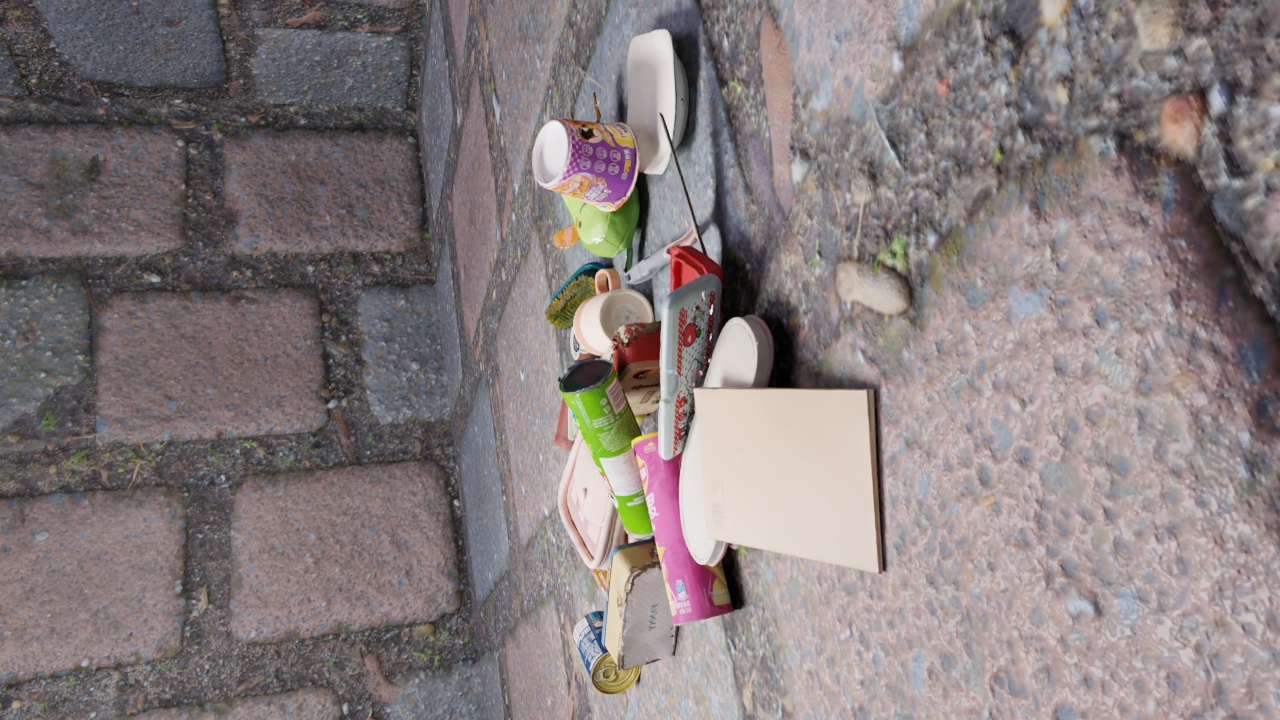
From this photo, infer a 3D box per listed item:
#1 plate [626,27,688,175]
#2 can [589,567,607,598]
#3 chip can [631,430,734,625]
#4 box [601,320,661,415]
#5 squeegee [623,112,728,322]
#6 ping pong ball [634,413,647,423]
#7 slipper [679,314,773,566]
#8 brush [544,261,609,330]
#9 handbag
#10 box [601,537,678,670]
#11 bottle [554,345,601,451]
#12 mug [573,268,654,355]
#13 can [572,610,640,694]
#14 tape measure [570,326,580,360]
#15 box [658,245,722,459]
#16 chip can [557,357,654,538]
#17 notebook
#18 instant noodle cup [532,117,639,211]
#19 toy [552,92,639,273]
[{"bbox_3d":[0.022,-0.306,1.095,0.163,0.034,0.164,-143,51,-65],"label":"plate"},{"bbox_3d":[-0.037,0.310,1.335,0.147,0.057,0.058,-133,43,-61],"label":"can"},{"bbox_3d":[0.047,0.184,1.029,0.072,0.071,0.210,134,125,-65],"label":"chip can"},{"bbox_3d":[-0.006,0.007,1.144,0.169,0.091,0.076,124,136,-60],"label":"box"},{"bbox_3d":[0.033,-0.130,1.083,0.250,0.040,0.247,-27,80,68],"label":"squeegee"},{"bbox_3d":[-0.010,0.066,1.239,0.040,0.040,0.040,176,90,-71],"label":"ping pong ball"},{"bbox_3d":[0.094,0.084,0.922,0.114,0.054,0.275,-130,46,-58],"label":"slipper"},{"bbox_3d":[-0.091,-0.105,1.401,0.144,0.055,0.073,-41,15,47],"label":"brush"},{"bbox_3d":[-0.049,0.156,1.280,0.193,0.093,0.234,-130,39,-58],"label":"handbag"},{"bbox_3d":[0.003,0.317,1.175,0.060,0.089,0.185,-131,43,-51],"label":"box"},{"bbox_3d":[-0.085,0.036,1.388,0.060,0.059,0.206,-176,97,-71],"label":"bottle"},{"bbox_3d":[-0.038,-0.067,1.234,0.106,0.081,0.114,172,93,-69],"label":"mug"},{"bbox_3d":[-0.053,0.435,1.375,0.111,0.075,0.075,-137,47,-64],"label":"can"},{"bbox_3d":[-0.088,-0.031,1.459,0.066,0.033,0.065,144,123,-65],"label":"tape measure"},{"bbox_3d":[0.038,-0.007,0.964,0.119,0.098,0.202,43,142,47],"label":"box"},{"bbox_3d":[-0.025,0.107,1.106,0.236,0.072,0.072,68,172,-31],"label":"chip can"},{"bbox_3d":[0.123,0.099,0.813,0.212,0.012,0.149,-2,93,53],"label":"notebook"},{"bbox_3d":[-0.071,-0.246,1.126,0.112,0.099,0.111,-7,81,50],"label":"instant noodle cup"},{"bbox_3d":[-0.060,-0.238,1.251,0.228,0.089,0.246,-52,46,41],"label":"toy"}]
